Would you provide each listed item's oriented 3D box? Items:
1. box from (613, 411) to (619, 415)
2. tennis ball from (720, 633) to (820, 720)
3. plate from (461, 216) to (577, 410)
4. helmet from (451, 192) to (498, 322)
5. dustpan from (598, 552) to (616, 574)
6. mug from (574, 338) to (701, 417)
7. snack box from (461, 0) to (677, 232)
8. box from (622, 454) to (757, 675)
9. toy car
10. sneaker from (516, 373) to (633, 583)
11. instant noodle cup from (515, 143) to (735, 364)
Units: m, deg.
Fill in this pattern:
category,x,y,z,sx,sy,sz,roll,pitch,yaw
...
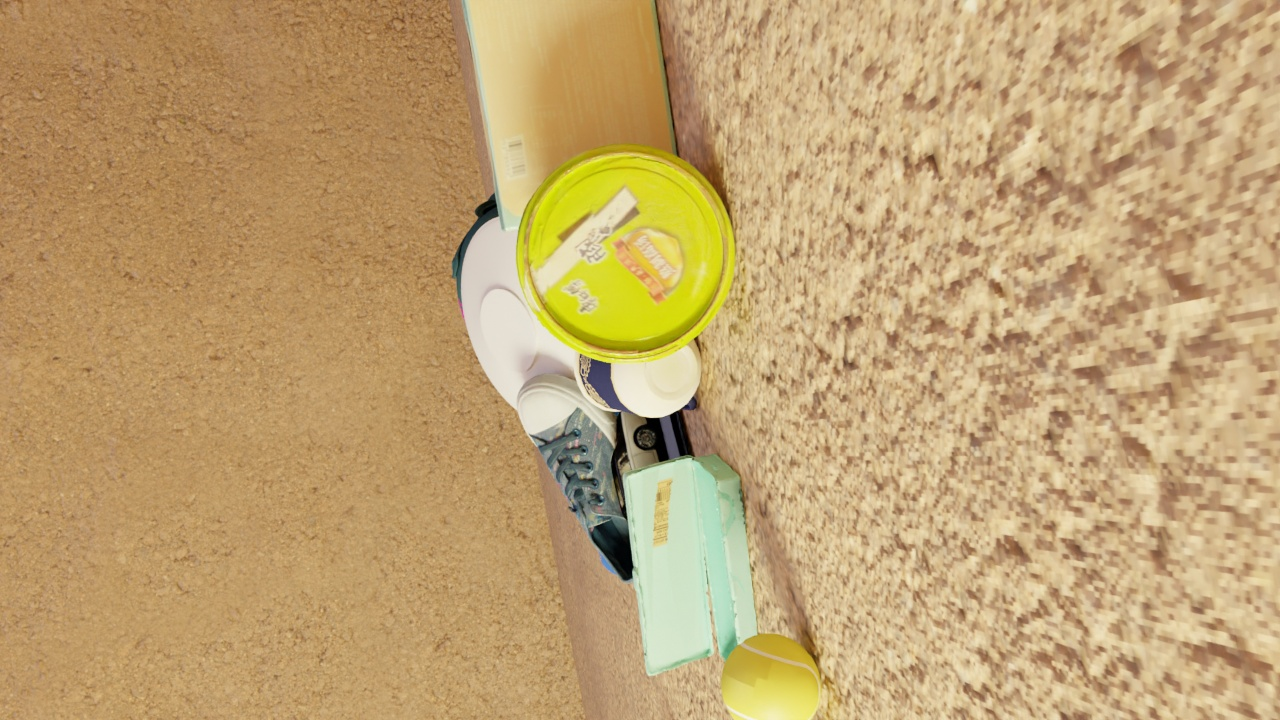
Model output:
category,x,y,z,sx,sy,sz,roll,pitch,yaw
box,-0.080,-0.056,1.014,0.094,0.115,0.244,-119,25,-64
tennis ball,0.086,0.214,0.605,0.065,0.065,0.065,169,91,-79
plate,-0.127,-0.034,0.954,0.230,0.030,0.230,21,122,39
helmet,-0.138,-0.119,1.151,0.274,0.176,0.200,-93,-6,-61
dustpan,-0.046,0.120,1.130,0.246,0.059,0.257,103,158,-64
mug,0.012,0.012,0.764,0.112,0.085,0.089,38,166,-26
snack box,-0.051,-0.204,0.701,0.044,0.141,0.193,-153,53,-76
box,0.037,0.177,0.747,0.077,0.093,0.188,-134,36,-73
toy car,0.014,0.122,0.867,0.094,0.071,0.191,109,147,-70
sneaker,-0.047,0.120,0.914,0.235,0.088,0.079,56,-151,-12
instant noodle cup,-0.011,-0.074,0.647,0.098,0.146,0.146,-102,3,-84
